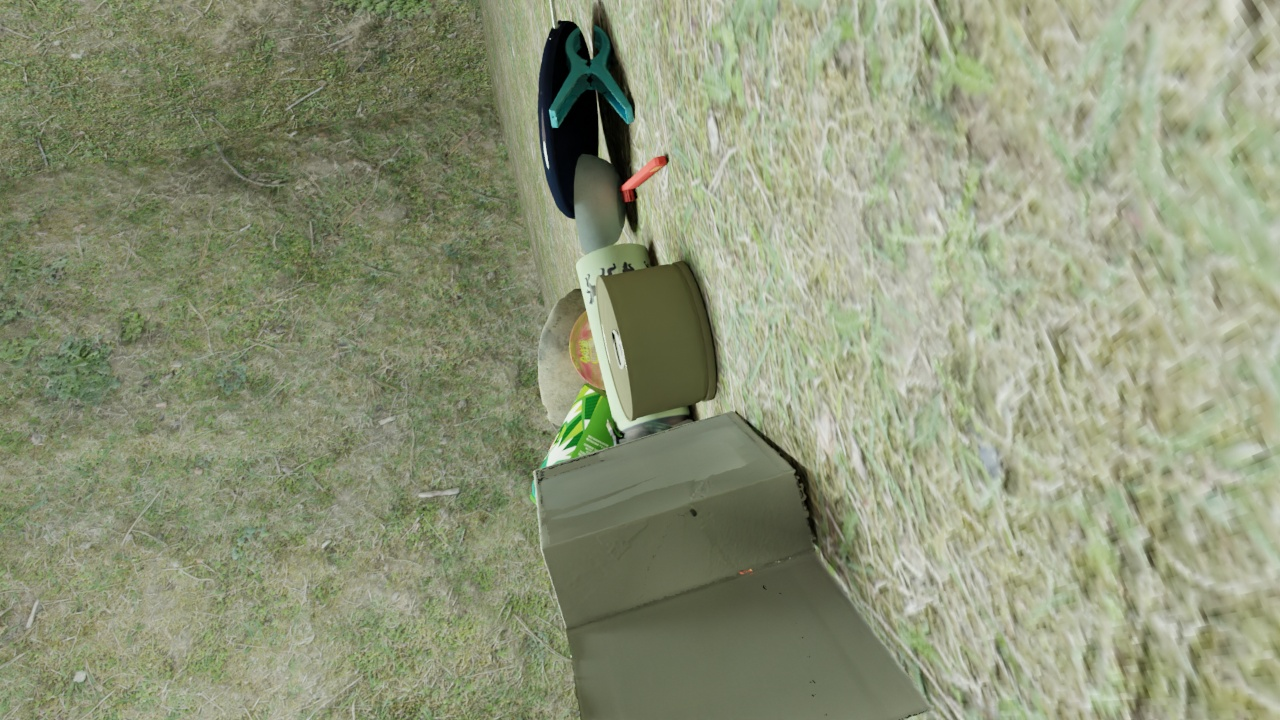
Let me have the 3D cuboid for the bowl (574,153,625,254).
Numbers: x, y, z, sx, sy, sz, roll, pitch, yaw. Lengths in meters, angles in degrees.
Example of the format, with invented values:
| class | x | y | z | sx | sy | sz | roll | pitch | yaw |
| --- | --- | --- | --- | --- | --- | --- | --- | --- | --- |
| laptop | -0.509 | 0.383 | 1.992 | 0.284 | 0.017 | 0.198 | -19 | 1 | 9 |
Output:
| class | x | y | z | sx | sy | sz | roll | pitch | yaw |
| --- | --- | --- | --- | --- | --- | --- | --- | --- | --- |
| bowl | -0.040 | -0.166 | 0.975 | 0.106 | 0.039 | 0.106 | 0 | -91 | -80 |

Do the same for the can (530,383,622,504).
| class | x | y | z | sx | sy | sz | roll | pitch | yaw |
| --- | --- | --- | --- | --- | --- | --- | --- | --- | --- |
| can | -0.057 | 0.104 | 1.017 | 0.144 | 0.083 | 0.083 | -62 | 11 | 1 |

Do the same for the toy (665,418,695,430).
| class | x | y | z | sx | sy | sz | roll | pitch | yaw |
| --- | --- | --- | --- | --- | --- | --- | --- | --- | --- |
| toy | 0.049 | 0.099 | 0.770 | 0.100 | 0.062 | 0.076 | 66 | 148 | 31 |

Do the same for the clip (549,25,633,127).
| class | x | y | z | sx | sy | sz | roll | pitch | yaw |
| --- | --- | --- | --- | --- | --- | --- | --- | --- | --- |
| clip | -0.058 | -0.271 | 0.874 | 0.027 | 0.102 | 0.119 | 94 | 175 | -59 |

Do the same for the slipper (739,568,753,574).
| class | x | y | z | sx | sy | sz | roll | pitch | yaw |
| --- | --- | --- | --- | --- | --- | --- | --- | --- | --- |
| slipper | 0.097 | 0.279 | 0.714 | 0.103 | 0.059 | 0.248 | 171 | 85 | -82 |

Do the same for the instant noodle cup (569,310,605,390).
| class | x | y | z | sx | sy | sz | roll | pitch | yaw |
| --- | --- | --- | --- | --- | --- | --- | --- | --- | --- |
| instant noodle cup | -0.024 | -0.008 | 1.009 | 0.108 | 0.098 | 0.097 | 77 | 179 | -81 |

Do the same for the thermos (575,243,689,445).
| class | x | y | z | sx | sy | sz | roll | pitch | yaw |
| --- | --- | --- | --- | --- | --- | --- | --- | --- | --- |
| thermos | -0.005 | 0.005 | 0.908 | 0.082 | 0.082 | 0.231 | 113 | 144 | -77 |

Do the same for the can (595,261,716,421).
| class | x | y | z | sx | sy | sz | roll | pitch | yaw |
| --- | --- | --- | --- | --- | --- | --- | --- | --- | --- |
| can | 0.012 | -0.018 | 0.788 | 0.128 | 0.073 | 0.128 | 167 | 91 | -82 |

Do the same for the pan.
| class | x | y | z | sx | sy | sz | roll | pitch | yaw |
| --- | --- | --- | --- | --- | --- | --- | --- | --- | --- |
| pan | -0.082 | -0.307 | 0.904 | 0.198 | 0.021 | 0.357 | -77 | -15 | -48 |

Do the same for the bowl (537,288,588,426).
| class | x | y | z | sx | sy | sz | roll | pitch | yaw |
| --- | --- | --- | --- | --- | --- | --- | --- | --- | --- |
| bowl | -0.050 | 0.002 | 1.131 | 0.178 | 0.081 | 0.178 | 5 | -90 | -67 |

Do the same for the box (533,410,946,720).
| class | x | y | z | sx | sy | sz | roll | pitch | yaw |
| --- | --- | --- | --- | --- | --- | --- | --- | --- | --- |
| box | 0.034 | 0.138 | 0.546 | 0.368 | 0.166 | 0.098 | -120 | 14 | -71 |

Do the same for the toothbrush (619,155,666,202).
| class | x | y | z | sx | sy | sz | roll | pitch | yaw |
| --- | --- | --- | --- | --- | --- | --- | --- | --- | --- |
| toothbrush | 0.001 | -0.165 | 0.854 | 0.212 | 0.012 | 0.018 | -158 | 56 | -80 |
